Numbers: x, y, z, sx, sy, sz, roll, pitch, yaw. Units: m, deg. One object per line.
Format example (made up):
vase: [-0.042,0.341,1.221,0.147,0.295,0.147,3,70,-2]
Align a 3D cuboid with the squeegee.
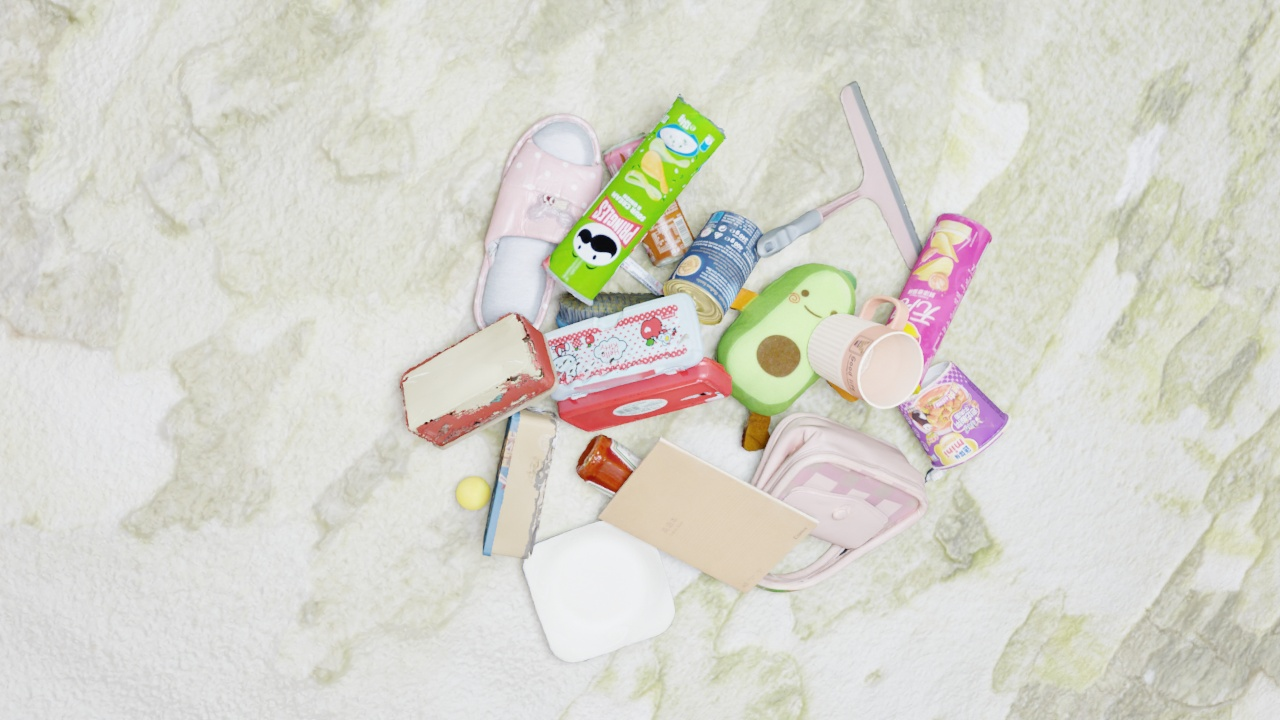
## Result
squeegee: [0.210,-0.169,1.062,0.248,0.040,0.248,-31,102,-33]

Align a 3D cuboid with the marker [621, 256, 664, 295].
marker: [-0.005,-0.107,1.085,0.145,0.017,0.017,39,91,-10]

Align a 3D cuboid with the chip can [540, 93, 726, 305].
chip can: [-0.008,-0.172,0.991,0.072,0.072,0.236,38,99,-10]

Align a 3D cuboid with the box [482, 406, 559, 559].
box: [-0.141,0.146,1.065,0.060,0.090,0.184,14,91,-9]

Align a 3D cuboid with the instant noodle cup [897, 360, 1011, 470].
instant noodle cup: [0.371,0.062,1.111,0.111,0.111,0.099,-40,92,-1]

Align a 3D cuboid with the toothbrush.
toothbrush: [0.318,0.194,1.165,0.181,0.018,0.015,-41,103,1]

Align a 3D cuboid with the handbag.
handbag: [0.210,0.189,1.109,0.193,0.093,0.235,23,114,-22]

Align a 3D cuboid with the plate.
plate: [-0.050,0.275,1.121,0.163,0.034,0.164,-17,99,-4]

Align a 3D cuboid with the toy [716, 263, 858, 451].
toy: [0.164,-0.016,1.081,0.227,0.090,0.247,36,94,-13]

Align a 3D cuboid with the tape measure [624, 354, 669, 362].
tape measure: [0.018,0.018,1.096,0.066,0.033,0.066,-24,102,-1]

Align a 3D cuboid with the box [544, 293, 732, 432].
box: [-0.008,0.004,1.030,0.202,0.118,0.098,-16,64,27]

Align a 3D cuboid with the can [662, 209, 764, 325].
can: [0.085,-0.105,1.024,0.075,0.075,0.111,37,68,-10]

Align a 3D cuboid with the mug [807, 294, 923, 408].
mug: [0.249,-0.017,1.005,0.081,0.106,0.114,17,99,-26]

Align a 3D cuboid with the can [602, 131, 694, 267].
can: [0.011,-0.183,1.055,0.058,0.058,0.147,-26,100,-3]

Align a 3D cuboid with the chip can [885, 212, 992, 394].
chip can: [0.340,-0.068,1.085,0.071,0.071,0.210,29,81,-10]

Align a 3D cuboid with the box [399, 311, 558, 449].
box: [-0.184,0.022,1.013,0.168,0.076,0.091,-28,56,14]

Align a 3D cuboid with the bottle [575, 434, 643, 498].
bottle: [0.020,0.164,1.104,0.206,0.060,0.060,34,92,-11]

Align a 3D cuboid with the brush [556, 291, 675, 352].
brush: [-0.027,-0.043,1.073,0.144,0.055,0.074,1,122,-5]

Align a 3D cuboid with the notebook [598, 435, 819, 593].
notebook: [0.077,0.185,1.066,0.211,0.012,0.150,29,124,-10]

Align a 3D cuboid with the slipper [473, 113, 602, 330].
slipper: [-0.119,-0.148,1.046,0.114,0.054,0.274,20,95,-9]

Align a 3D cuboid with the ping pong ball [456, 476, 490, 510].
ping pong ball: [-0.197,0.157,1.084,0.040,0.040,0.040,-1,97,-7]
